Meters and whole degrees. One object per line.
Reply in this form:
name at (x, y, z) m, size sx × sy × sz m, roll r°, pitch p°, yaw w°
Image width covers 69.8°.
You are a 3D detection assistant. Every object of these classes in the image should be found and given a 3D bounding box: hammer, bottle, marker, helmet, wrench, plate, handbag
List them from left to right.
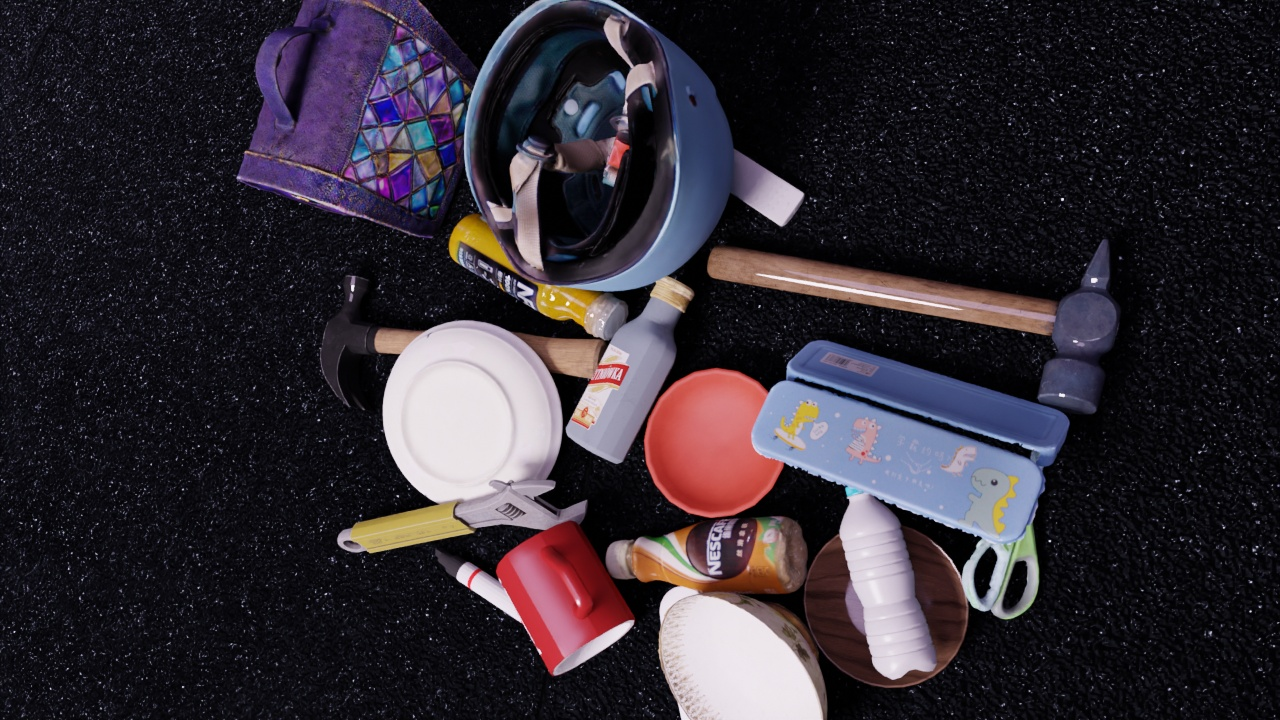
handbag at (-0.266, -0.235, 0.858) m, size 0.125 × 0.222 × 0.204 m, roll 18°, pitch 87°, yaw 25°
wrench at (-0.173, 0.149, 0.844) m, size 0.274 × 0.083 × 0.018 m, roll -16°, pitch 43°, yaw 27°
hammer at (-0.175, -0.008, 0.883) m, size 0.306 × 0.040 × 0.132 m, roll 5°, pitch 79°, yaw 23°
plate at (-0.161, 0.056, 0.837) m, size 0.182 × 0.034 × 0.182 m, roll 2°, pitch 98°, yaw 17°
marker at (-0.134, 0.209, 0.834) m, size 0.146 × 0.019 × 0.019 m, roll 26°, pitch 91°, yaw 25°
bottle at (-0.095, -0.076, 0.851) m, size 0.186 × 0.053 × 0.053 m, roll 31°, pitch 93°, yaw 24°
helmet at (-0.033, -0.174, 0.777) m, size 0.226 × 0.166 × 0.265 m, roll -48°, pitch 62°, yaw 23°
bottle at (-0.005, 0.005, 0.791) m, size 0.161 × 0.046 × 0.072 m, roll -63°, pitch 27°, yaw -1°
bottle at (0.049, 0.160, 0.746) m, size 0.167 × 0.059 × 0.059 m, roll -9°, pitch 77°, yaw 30°
bottle at (0.175, 0.156, 0.663) m, size 0.044 × 0.044 × 0.136 m, roll -17°, pitch 74°, yaw 19°
hammer at (0.203, -0.056, 0.731) m, size 0.322 × 0.040 × 0.129 m, roll 13°, pitch 77°, yaw 26°

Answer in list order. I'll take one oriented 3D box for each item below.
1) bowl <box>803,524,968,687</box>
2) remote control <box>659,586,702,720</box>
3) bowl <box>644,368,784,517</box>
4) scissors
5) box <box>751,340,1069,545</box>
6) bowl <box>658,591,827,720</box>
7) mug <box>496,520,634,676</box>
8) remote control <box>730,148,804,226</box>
bowl at (0.187, 0.184, 0.696) m, size 0.119 × 0.032 × 0.119 m, roll -4°, pitch 79°, yaw 22°
remote control at (0.047, 0.254, 0.753) m, size 0.043 × 0.013 × 0.136 m, roll -18°, pitch 74°, yaw 19°
bowl at (0.066, 0.069, 0.766) m, size 0.122 × 0.035 × 0.122 m, roll -4°, pitch 79°, yaw 22°
scissors at (0.282, 0.103, 0.673) m, size 0.065 × 0.033 × 0.174 m, roll 23°, pitch 85°, yaw -13°
box at (0.194, 0.048, 0.675) m, size 0.209 × 0.039 × 0.126 m, roll 19°, pitch 53°, yaw 31°
bowl at (0.089, 0.230, 0.696) m, size 0.145 × 0.063 × 0.145 m, roll 18°, pitch 118°, yaw 37°
mug at (-0.061, 0.190, 0.754) m, size 0.080 × 0.117 × 0.096 m, roll -26°, pitch 67°, yaw -21°
remote control at (0.086, -0.165, 0.812) m, size 0.131 × 0.012 × 0.033 m, roll 39°, pitch 99°, yaw 24°
